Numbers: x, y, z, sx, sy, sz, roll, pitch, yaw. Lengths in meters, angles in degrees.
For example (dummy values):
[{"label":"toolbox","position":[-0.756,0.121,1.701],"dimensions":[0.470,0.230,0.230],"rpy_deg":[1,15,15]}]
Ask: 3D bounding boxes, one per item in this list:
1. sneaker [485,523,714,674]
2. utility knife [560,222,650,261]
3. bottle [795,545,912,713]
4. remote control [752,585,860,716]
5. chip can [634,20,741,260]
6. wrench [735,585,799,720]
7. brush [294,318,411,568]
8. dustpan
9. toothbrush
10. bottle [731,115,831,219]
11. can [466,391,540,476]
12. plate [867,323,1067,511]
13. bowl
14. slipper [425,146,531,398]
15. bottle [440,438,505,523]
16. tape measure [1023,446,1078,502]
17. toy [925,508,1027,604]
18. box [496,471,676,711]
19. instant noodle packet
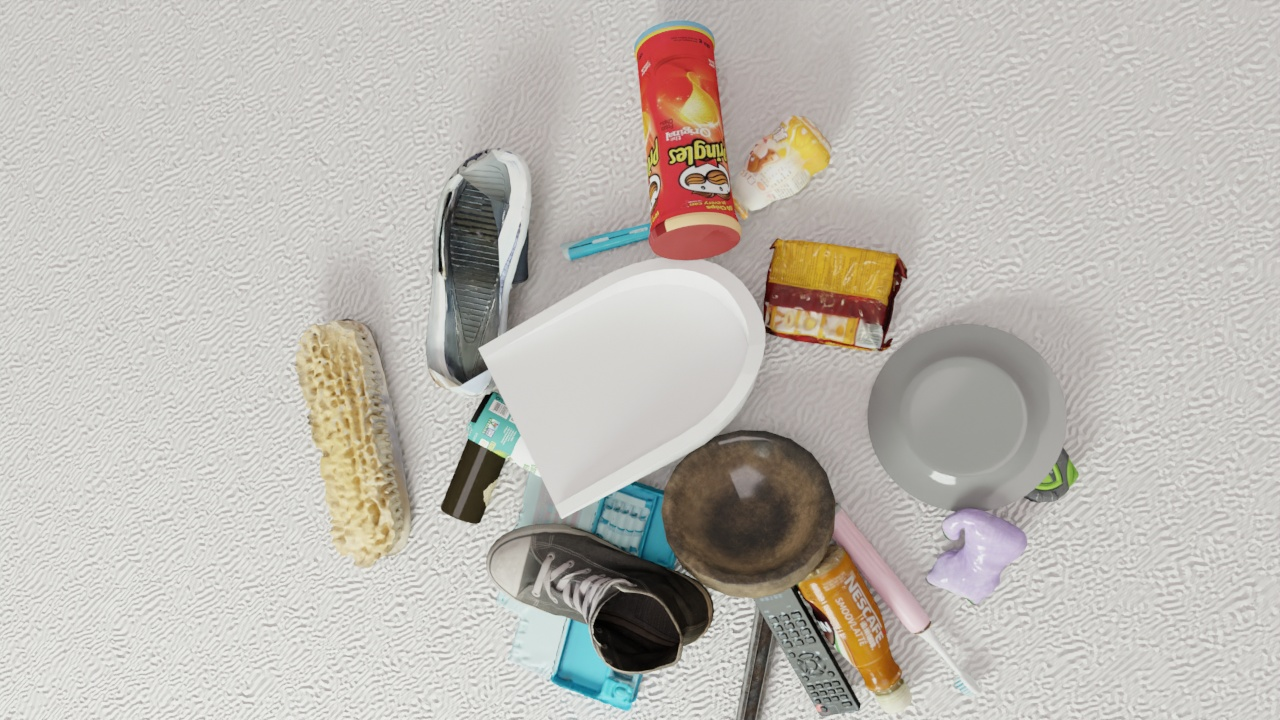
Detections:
[{"label":"sneaker","position":[-0.053,0.226,0.882],"dimensions":[0.235,0.119,0.095],"rpy_deg":[20,94,14]},{"label":"utility knife","position":[-0.016,-0.130,0.958],"dimensions":[0.141,0.015,0.022],"rpy_deg":[-15,62,11]},{"label":"bottle","position":[0.210,0.263,0.889],"dimensions":[0.059,0.059,0.167],"rpy_deg":[-29,93,11]},{"label":"remote control","position":[0.164,0.281,0.900],"dimensions":[0.047,0.022,0.150],"rpy_deg":[-23,100,33]},{"label":"chip can","position":[0.043,-0.210,0.883],"dimensions":[0.087,0.087,0.213],"rpy_deg":[-9,74,13]},{"label":"wrench","position":[0.118,0.308,0.921],"dimensions":[0.070,0.010,0.273],"rpy_deg":[9,94,-16]},{"label":"brush","position":[-0.313,0.088,1.006],"dimensions":[0.083,0.056,0.271],"rpy_deg":[-12,88,14]},{"label":"dustpan","position":[-0.005,0.005,0.892],"dimensions":[0.257,0.053,0.191],"rpy_deg":[-27,73,-7]},{"label":"toothbrush","position":[0.253,0.234,0.894],"dimensions":[0.222,0.027,0.027],"rpy_deg":[52,133,8]},{"label":"bottle","position":[0.132,-0.186,0.898],"dimensions":[0.109,0.063,0.063],"rpy_deg":[-42,82,10]},{"label":"can","position":[-0.122,0.076,0.933],"dimensions":[0.101,0.055,0.055],"rpy_deg":[29,97,-6]},{"label":"plate","position":[0.304,0.053,0.865],"dimensions":[0.179,0.012,0.178],"rpy_deg":[-3,83,25]},{"label":"bowl","position":[0.105,0.152,0.877],"dimensions":[0.162,0.070,0.162],"rpy_deg":[-7,54,9]},{"label":"slipper","position":[-0.165,-0.092,0.970],"dimensions":[0.111,0.063,0.264],"rpy_deg":[14,102,22]},{"label":"bottle","position":[-0.158,0.080,0.978],"dimensions":[0.045,0.045,0.184],"rpy_deg":[21,88,12]},{"label":"tape measure","position":[0.372,0.101,0.862],"dimensions":[0.059,0.036,0.065],"rpy_deg":[-26,81,3]},{"label":"toy","position":[0.311,0.182,0.863],"dimensions":[0.080,0.036,0.100],"rpy_deg":[26,122,2]},{"label":"box","position":[-0.062,0.228,0.960],"dimensions":[0.182,0.039,0.227],"rpy_deg":[16,94,13]},{"label":"instant noodle packet","position":[0.188,-0.064,0.900],"dimensions":[0.135,0.039,0.098],"rpy_deg":[10,93,14]}]
